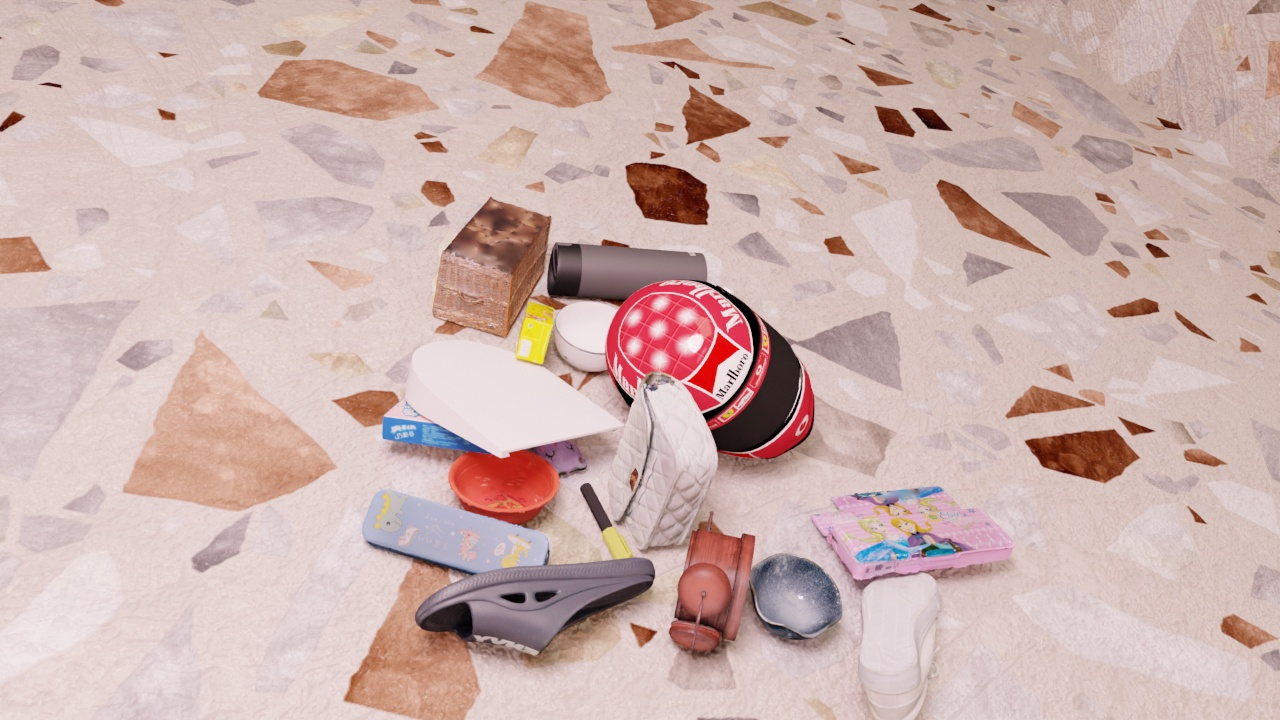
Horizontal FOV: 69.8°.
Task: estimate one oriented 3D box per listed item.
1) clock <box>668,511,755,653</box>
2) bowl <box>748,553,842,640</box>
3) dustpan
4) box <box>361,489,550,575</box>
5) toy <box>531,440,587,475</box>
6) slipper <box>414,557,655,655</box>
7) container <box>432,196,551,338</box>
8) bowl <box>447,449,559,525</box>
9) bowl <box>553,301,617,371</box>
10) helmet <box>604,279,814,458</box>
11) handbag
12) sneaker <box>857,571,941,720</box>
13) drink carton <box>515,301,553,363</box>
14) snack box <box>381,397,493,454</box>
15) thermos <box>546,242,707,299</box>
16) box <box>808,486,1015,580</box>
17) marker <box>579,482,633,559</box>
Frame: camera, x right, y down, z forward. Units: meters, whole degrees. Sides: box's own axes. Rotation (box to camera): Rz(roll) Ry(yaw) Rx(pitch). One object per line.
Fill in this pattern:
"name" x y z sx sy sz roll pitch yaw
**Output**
"clock" 0.078 0.252 1.010 0.072 0.121 0.157 12 32 7
"bowl" 0.172 0.280 1.057 0.110 0.055 0.110 9 42 -8
"dustpan" -0.179 0.055 1.143 0.258 0.053 0.191 33 27 35
"box" -0.204 0.195 1.016 0.210 0.059 0.068 14 42 6
"toy" -0.108 0.107 1.174 0.080 0.037 0.099 -15 48 -32
"slipper" -0.101 0.267 0.959 0.267 0.111 0.083 -2 59 -28
"container" -0.216 -0.143 1.359 0.114 0.113 0.198 18 40 2
"bowl" -0.162 0.155 1.084 0.130 0.045 0.130 7 27 -4
"bowl" -0.070 -0.027 1.313 0.113 0.063 0.113 9 42 -8
"helmet" 0.077 0.005 1.174 0.271 0.224 0.197 30 86 31
"handbag" 0.016 0.124 1.075 0.072 0.195 0.138 -6 47 -24
"sneaker" 0.292 0.326 1.039 0.090 0.091 0.241 -3 15 23
"drink carton" -0.146 -0.040 1.263 0.043 0.058 0.134 15 11 -8
"snack box" -0.229 0.080 1.126 0.154 0.033 0.088 8 13 2
"thermos" -0.022 -0.136 1.437 0.240 0.082 0.082 2 43 -16
"box" 0.340 0.208 1.182 0.230 0.035 0.159 -2 29 -19
"marker" -0.042 0.196 1.108 0.021 0.017 0.123 -39 51 7
